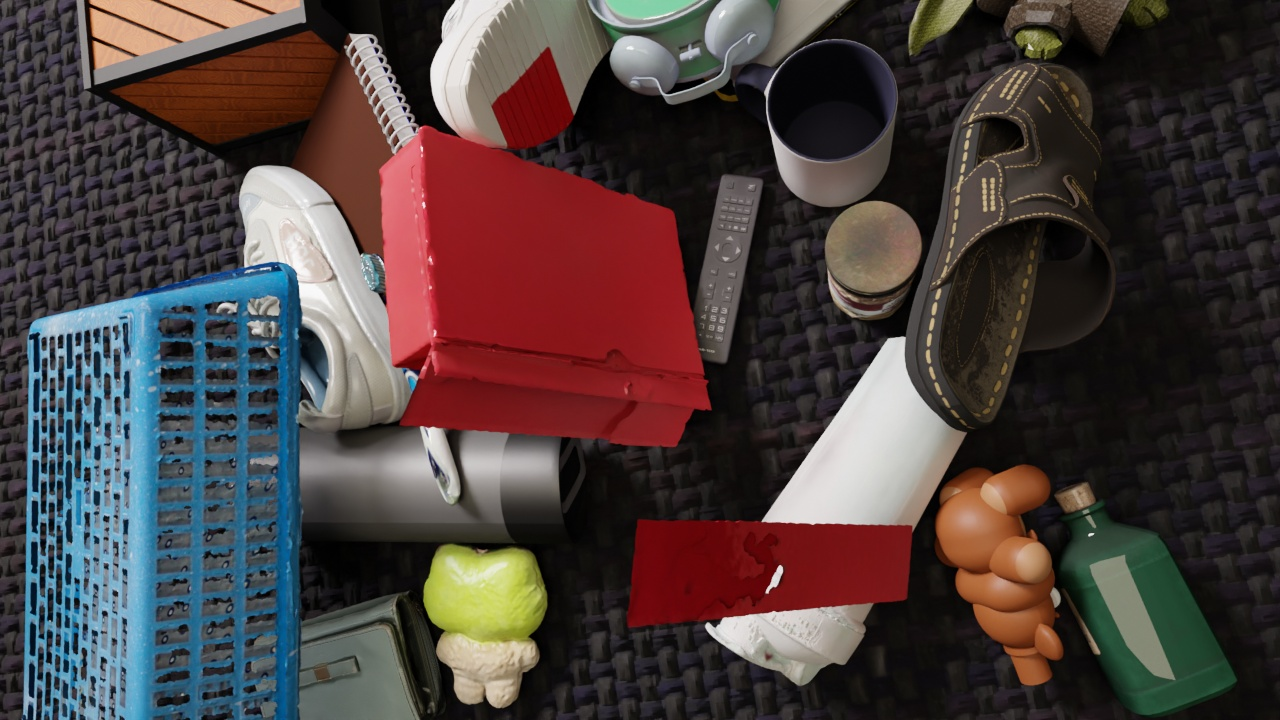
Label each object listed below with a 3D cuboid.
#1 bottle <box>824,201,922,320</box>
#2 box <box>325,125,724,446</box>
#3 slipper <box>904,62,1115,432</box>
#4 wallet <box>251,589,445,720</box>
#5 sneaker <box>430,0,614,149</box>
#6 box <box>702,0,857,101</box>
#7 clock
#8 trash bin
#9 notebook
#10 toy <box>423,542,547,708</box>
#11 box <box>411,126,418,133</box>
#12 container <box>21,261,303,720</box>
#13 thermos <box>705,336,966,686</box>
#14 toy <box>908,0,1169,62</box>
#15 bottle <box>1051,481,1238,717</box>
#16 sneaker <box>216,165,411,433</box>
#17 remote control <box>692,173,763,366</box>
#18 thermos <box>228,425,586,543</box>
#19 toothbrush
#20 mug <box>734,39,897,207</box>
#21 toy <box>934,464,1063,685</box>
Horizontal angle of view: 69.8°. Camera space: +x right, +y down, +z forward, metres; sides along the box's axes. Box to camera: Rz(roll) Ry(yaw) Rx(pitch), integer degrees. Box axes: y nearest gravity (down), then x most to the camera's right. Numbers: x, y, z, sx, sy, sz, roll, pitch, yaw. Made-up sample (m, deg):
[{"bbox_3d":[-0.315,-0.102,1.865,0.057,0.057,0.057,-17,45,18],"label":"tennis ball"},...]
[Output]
[{"bbox_3d":[0.147,-0.060,0.584,0.056,0.105,0.056,-1,83,13],"label":"bottle"},{"bbox_3d":[-0.058,-0.045,0.573,0.164,0.214,0.153,37,110,45],"label":"box"},{"bbox_3d":[0.229,-0.078,0.536,0.076,0.113,0.267,-5,50,50],"label":"slipper"},{"bbox_3d":[-0.214,0.231,0.664,0.132,0.054,0.100,-21,78,15],"label":"wallet"},{"bbox_3d":[-0.096,-0.214,0.622,0.104,0.090,0.235,-1,43,23],"label":"sneaker"},{"bbox_3d":[0.105,-0.295,0.665,0.210,0.036,0.129,-40,73,6],"label":"box"},{"bbox_3d":[0.029,-0.237,0.606,0.122,0.075,0.161,-15,58,20],"label":"clock"},{"bbox_3d":[-0.297,-0.263,0.692,0.172,0.139,0.139,-12,81,11],"label":"trash bin"},{"bbox_3d":[-0.187,-0.098,0.658,0.172,0.022,0.209,-40,73,46],"label":"notebook"},{"bbox_3d":[-0.109,0.185,0.646,0.092,0.046,0.115,-1,90,14],"label":"toy"},{"bbox_3d":[-0.124,-0.086,0.667,0.042,0.082,0.187,-28,80,12],"label":"box"},{"bbox_3d":[-0.334,0.120,0.616,0.258,0.089,0.362,-3,86,41],"label":"container"},{"bbox_3d":[0.134,0.096,0.580,0.099,0.099,0.220,33,87,14],"label":"thermos"},{"bbox_3d":[0.269,-0.263,0.593,0.153,0.078,0.179,30,93,18],"label":"toy"},{"bbox_3d":[0.290,0.137,0.551,0.061,0.061,0.131,-25,79,7],"label":"bottle"},{"bbox_3d":[-0.251,-0.049,0.661,0.242,0.090,0.090,54,137,21],"label":"sneaker"},{"bbox_3d":[0.060,-0.065,0.651,0.032,0.015,0.136,11,83,14],"label":"remote control"},{"bbox_3d":[-0.160,0.087,0.650,0.241,0.082,0.082,-2,83,13],"label":"thermos"},{"bbox_3d":[-0.155,0.009,0.613,0.016,0.017,0.189,-29,72,19],"label":"toothbrush"},{"bbox_3d":[0.112,-0.161,0.608,0.112,0.097,0.078,31,91,14],"label":"mug"},{"bbox_3d":[0.226,0.131,0.560,0.065,0.095,0.127,-22,91,-15],"label":"toy"}]
